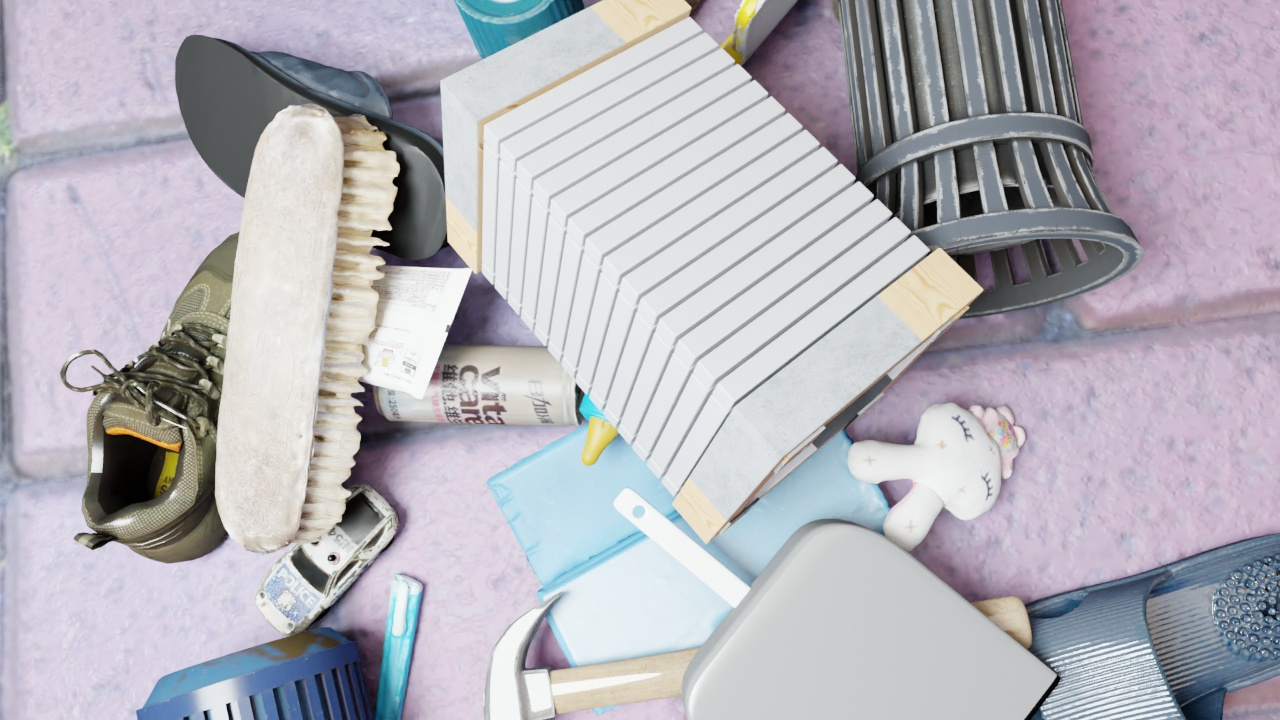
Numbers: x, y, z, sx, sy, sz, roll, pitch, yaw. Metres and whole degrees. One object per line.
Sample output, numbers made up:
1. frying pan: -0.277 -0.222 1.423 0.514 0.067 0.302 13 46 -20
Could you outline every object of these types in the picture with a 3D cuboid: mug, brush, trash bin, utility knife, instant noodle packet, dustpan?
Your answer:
1. mug: -0.074 -0.225 0.624 0.083 0.107 0.113 -17 80 1
2. brush: -0.207 -0.018 0.558 0.083 0.056 0.271 11 96 27
3. trash bin: -0.206 0.296 0.541 0.139 0.139 0.249 -18 78 2
4. trash bin: 0.196 -0.156 0.564 0.164 0.164 0.227 -4 77 5
5. trash bin: 0.023 -0.054 0.509 0.142 0.143 0.247 -35 75 -23
6. utility knife: -0.165 0.203 0.613 0.022 0.015 0.116 7 84 10
7. instant noodle packet: -0.174 -0.025 0.596 0.134 0.026 0.087 8 73 33
8. dustpan: 0.087 0.161 0.531 0.257 0.033 0.163 40 86 1

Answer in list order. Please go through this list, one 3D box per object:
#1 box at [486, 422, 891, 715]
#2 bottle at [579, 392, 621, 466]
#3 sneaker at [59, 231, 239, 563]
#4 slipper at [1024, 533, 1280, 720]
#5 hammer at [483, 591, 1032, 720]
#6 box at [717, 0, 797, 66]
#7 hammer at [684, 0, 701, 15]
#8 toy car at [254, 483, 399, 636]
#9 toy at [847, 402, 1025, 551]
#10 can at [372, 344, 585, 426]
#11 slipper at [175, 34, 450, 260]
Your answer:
1. box: 0.032 0.098 0.604 0.231 0.033 0.174 -31 77 0
2. bottle: -0.003 0.003 0.599 0.051 0.051 0.146 24 74 8
3. sneaker: -0.305 0.014 0.590 0.101 0.143 0.237 15 83 8
4. slipper: 0.305 0.174 0.539 0.263 0.082 0.101 -24 78 1
5. hammer: 0.065 0.183 0.551 0.331 0.031 0.119 -10 80 6
6. box: 0.122 -0.279 0.604 0.034 0.129 0.209 41 87 -2
7. hammer: 0.047 -0.338 0.532 0.037 0.301 0.157 32 73 9
8. toy car: -0.212 0.134 0.615 0.048 0.040 0.113 41 88 11
9. toy: 0.195 0.064 0.576 0.125 0.037 0.076 -21 84 -17
10. can: -0.106 0.016 0.616 0.136 0.054 0.054 2 81 6
11. slipper: -0.214 -0.154 0.647 0.266 0.083 0.109 25 125 21
